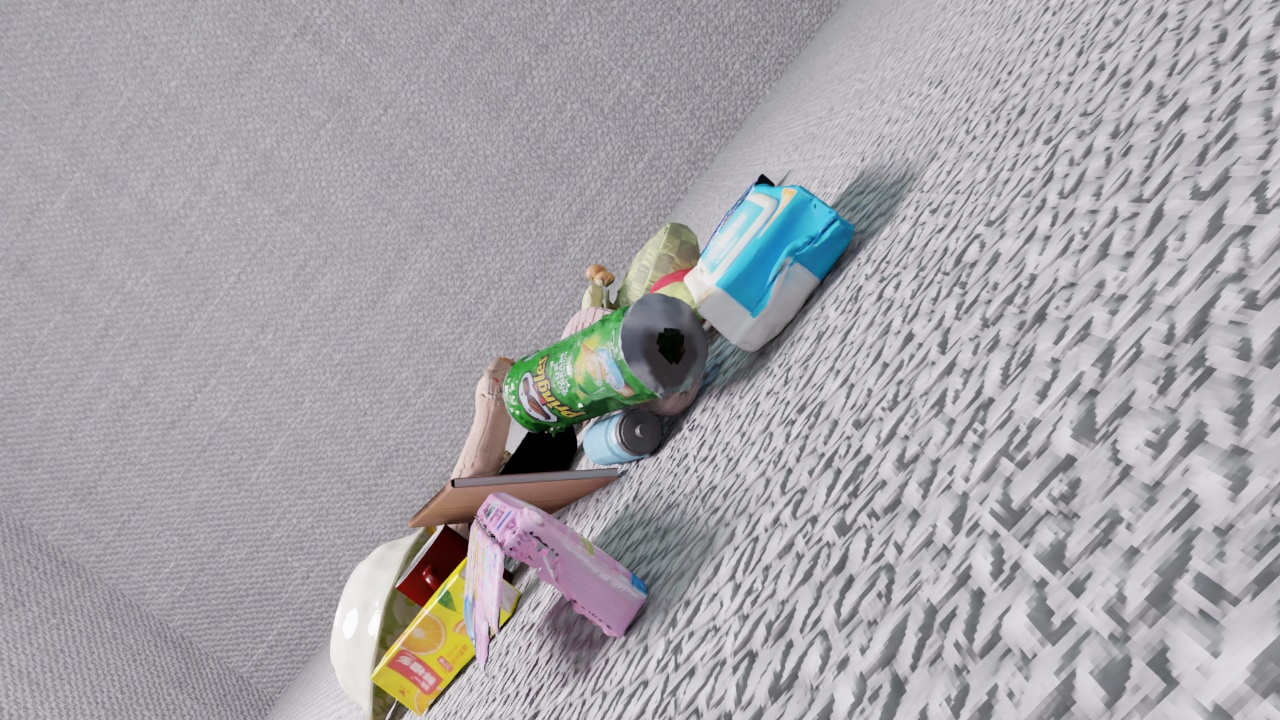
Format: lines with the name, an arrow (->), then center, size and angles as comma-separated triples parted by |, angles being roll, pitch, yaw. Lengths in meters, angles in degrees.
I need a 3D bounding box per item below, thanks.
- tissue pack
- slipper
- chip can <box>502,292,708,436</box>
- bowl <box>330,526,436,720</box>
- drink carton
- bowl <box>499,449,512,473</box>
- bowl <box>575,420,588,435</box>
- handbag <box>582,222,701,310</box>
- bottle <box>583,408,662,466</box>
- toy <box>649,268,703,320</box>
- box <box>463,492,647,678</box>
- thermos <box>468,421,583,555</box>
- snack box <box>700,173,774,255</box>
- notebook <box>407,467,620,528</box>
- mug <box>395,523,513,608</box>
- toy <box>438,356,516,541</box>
tissue pack -> 0.091, -0.075, 0.693 | 0.117, 0.066, 0.209 | -51, 9, 9
slipper -> -0.005, 0.005, 0.816 | 0.240, 0.064, 0.094 | 7, 84, 60
chip can -> -0.033, 0.009, 0.709 | 0.075, 0.075, 0.224 | -55, 17, -26
bowl -> -0.268, 0.264, 0.940 | 0.189, 0.060, 0.218 | 99, -177, -63
drink carton -> -0.167, 0.234, 0.781 | 0.135, 0.058, 0.043 | -50, 5, 15
bowl -> -0.188, 0.176, 1.183 | 0.112, 0.061, 0.112 | -49, -1, -2
bowl -> -0.077, 0.061, 1.228 | 0.102, 0.026, 0.114 | -50, 7, 12
handbag -> -0.007, -0.063, 0.967 | 0.113, 0.117, 0.186 | -175, 106, -84
bottle -> -0.015, 0.063, 0.752 | 0.040, 0.040, 0.130 | -54, 7, -17
toy -> 0.054, -0.064, 0.864 | 0.092, 0.045, 0.134 | -4, 15, 22
box -> -0.076, 0.143, 0.567 | 0.096, 0.085, 0.231 | -55, 8, -12
thermos -> -0.116, 0.119, 1.037 | 0.061, 0.061, 0.230 | -46, 9, 36
snack box -> 0.115, -0.164, 1.140 | 0.082, 0.027, 0.149 | -45, 9, 46
notebook -> -0.121, 0.125, 0.824 | 0.210, 0.141, 0.008 | 141, 124, -61
mug -> -0.171, 0.207, 0.848 | 0.073, 0.082, 0.106 | -52, 7, -7
toy -> -0.185, 0.126, 1.065 | 0.196, 0.065, 0.264 | 143, 138, -83
